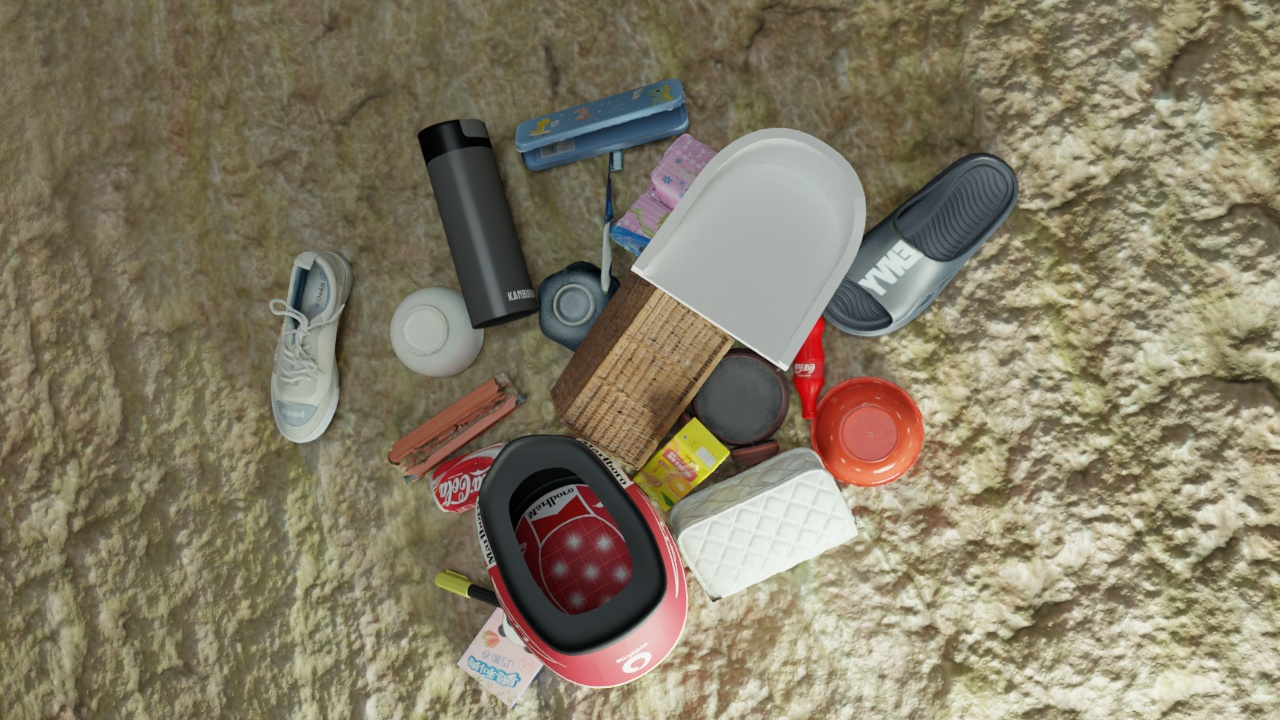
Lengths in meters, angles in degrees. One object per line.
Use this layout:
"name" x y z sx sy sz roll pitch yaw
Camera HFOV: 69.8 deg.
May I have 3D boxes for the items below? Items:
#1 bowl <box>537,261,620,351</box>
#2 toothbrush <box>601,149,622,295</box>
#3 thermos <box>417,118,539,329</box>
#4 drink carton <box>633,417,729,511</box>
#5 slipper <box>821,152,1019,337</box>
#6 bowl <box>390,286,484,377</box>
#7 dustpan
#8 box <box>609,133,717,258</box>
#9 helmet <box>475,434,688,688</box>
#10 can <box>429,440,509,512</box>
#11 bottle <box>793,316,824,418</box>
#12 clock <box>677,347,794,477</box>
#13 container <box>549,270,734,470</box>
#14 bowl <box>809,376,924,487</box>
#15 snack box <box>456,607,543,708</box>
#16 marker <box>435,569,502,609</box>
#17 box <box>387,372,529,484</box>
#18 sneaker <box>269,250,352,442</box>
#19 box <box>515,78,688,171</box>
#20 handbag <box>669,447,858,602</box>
"bowl" -0.075 -0.065 1.095 0.110 0.055 0.110 0 91 7
"toothbrush" -0.035 -0.167 1.089 0.017 0.016 0.188 4 76 -3
"thermos" -0.194 -0.164 1.097 0.082 0.082 0.240 -17 88 7
"drink carton" 0.044 0.120 1.041 0.058 0.135 0.042 45 56 5
"slipper" 0.319 -0.129 1.029 0.268 0.083 0.110 -43 87 4
"bowl" -0.254 -0.035 1.115 0.113 0.063 0.113 0 89 8
"dustpan" 0.140 -0.144 0.995 0.191 0.053 0.257 33 59 3
"box" 0.096 -0.141 1.054 0.230 0.035 0.159 36 71 6
"helmet" -0.064 0.217 0.999 0.197 0.225 0.271 -29 79 -8
"can" -0.195 0.141 1.106 0.105 0.064 0.064 -21 87 7
"bottle" 0.196 0.008 1.067 0.036 0.036 0.119 -1 90 8
"clock" 0.111 0.057 1.061 0.120 0.072 0.157 18 92 7
"container" -0.006 0.006 1.039 0.113 0.113 0.198 34 94 -23
"bowl" 0.262 0.083 1.054 0.130 0.045 0.130 0 90 8
"snack box" -0.144 0.332 1.116 0.088 0.033 0.154 36 94 8
"marker" -0.194 0.280 1.109 0.124 0.017 0.021 12 50 28
"box" -0.217 0.090 1.120 0.188 0.056 0.064 -33 122 8
"sneaker" -0.416 -0.018 1.123 0.089 0.090 0.242 11 92 6
"box" -0.049 -0.287 1.085 0.210 0.059 0.068 -12 71 7
"handbag" 0.139 0.185 1.047 0.195 0.072 0.139 -25 119 7
